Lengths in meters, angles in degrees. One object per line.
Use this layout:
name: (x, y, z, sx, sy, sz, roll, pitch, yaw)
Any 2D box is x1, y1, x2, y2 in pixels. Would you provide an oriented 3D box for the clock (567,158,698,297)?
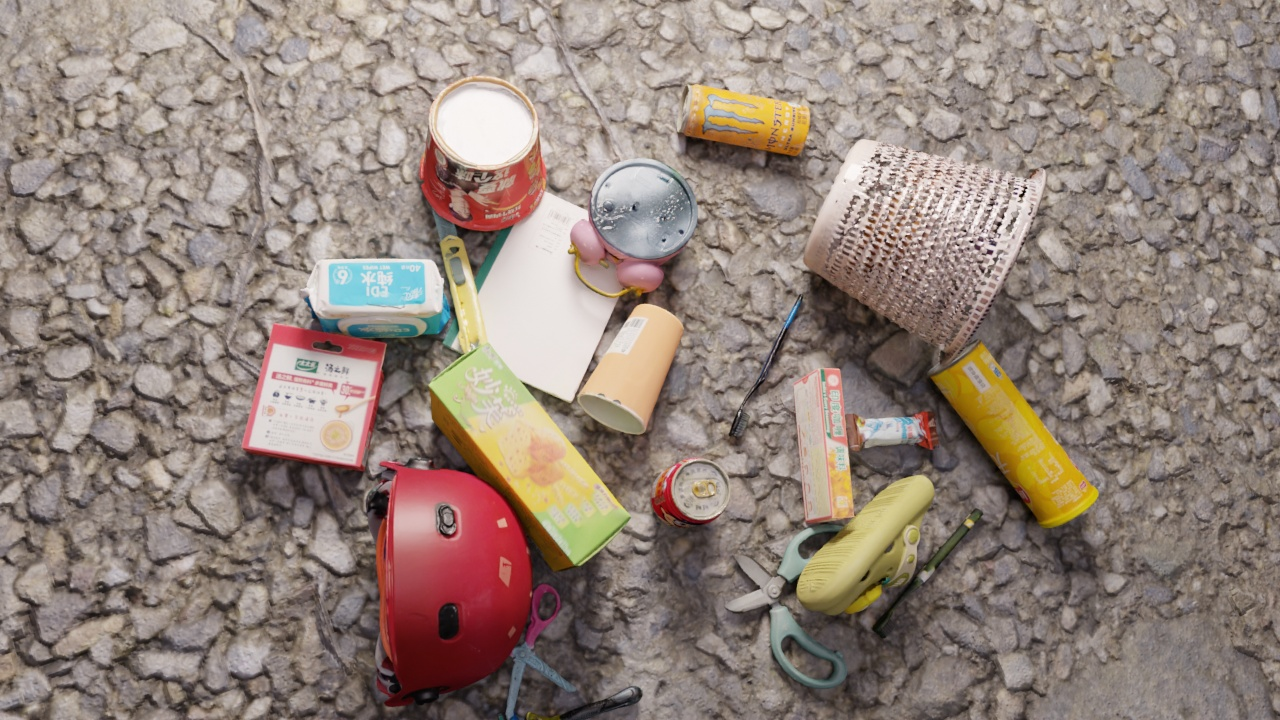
clock: (-0.010, -0.138, 0.988, 0.117, 0.060, 0.158, 32, 71, -1)

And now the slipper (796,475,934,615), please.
slipper: (0.245, 0.198, 0.936, 0.190, 0.092, 0.081, -41, 88, -21)

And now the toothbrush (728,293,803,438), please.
toothbrush: (0.143, 0.005, 1.019, 0.016, 0.014, 0.189, 30, 73, -4)

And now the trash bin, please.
trash bin: (0.291, -0.134, 0.989, 0.192, 0.228, 0.227, 25, 73, 9)

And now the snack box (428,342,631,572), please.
snack box: (-0.111, 0.099, 0.873, 0.070, 0.158, 0.210, -38, 86, -18)

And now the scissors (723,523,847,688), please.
scissors: (0.182, 0.245, 0.967, 0.178, 0.019, 0.170, -41, 86, -15)

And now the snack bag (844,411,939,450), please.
snack bag: (0.279, 0.079, 1.020, 0.104, 0.026, 0.048, 2, 65, -10)

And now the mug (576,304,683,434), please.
mug: (-0.006, 0.006, 0.962, 0.078, 0.078, 0.122, 28, 69, -3)

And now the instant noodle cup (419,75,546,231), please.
instant noodle cup: (-0.164, -0.219, 0.959, 0.138, 0.109, 0.137, 3, 72, -9)

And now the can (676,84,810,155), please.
can: (0.118, -0.277, 1.057, 0.146, 0.058, 0.058, 8, 75, -9)

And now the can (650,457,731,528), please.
can: (0.051, 0.135, 0.928, 0.066, 0.094, 0.066, 2, 76, -10)

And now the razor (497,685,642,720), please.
razor: (-0.065, 0.346, 0.896, 0.142, 0.022, 0.042, -13, 41, -14)

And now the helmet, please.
helmet: (-0.163, 0.189, 0.806, 0.143, 0.241, 0.206, -1, 74, -18)

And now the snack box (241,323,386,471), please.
snack box: (-0.319, 0.038, 0.909, 0.113, 0.044, 0.127, 11, 76, -7)

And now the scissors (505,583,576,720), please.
scissors: (-0.115, 0.280, 0.902, 0.133, 0.017, 0.135, 34, 68, 3)

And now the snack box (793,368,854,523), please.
snack box: (0.193, 0.092, 0.974, 0.027, 0.077, 0.155, 0, 77, -11)

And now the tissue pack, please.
tissue pack: (-0.262, -0.059, 0.919, 0.140, 0.090, 0.063, -1, 77, -11)

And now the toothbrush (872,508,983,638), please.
toothbrush: (0.316, 0.230, 0.999, 0.185, 0.012, 0.017, -43, 93, -17)

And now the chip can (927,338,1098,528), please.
chip can: (0.412, 0.081, 1.021, 0.072, 0.072, 0.213, -35, 85, -16)

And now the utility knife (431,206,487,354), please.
utility knife: (-0.195, -0.092, 0.974, 0.031, 0.022, 0.213, -12, 68, -14)

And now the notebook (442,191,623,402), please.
notebook: (-0.101, -0.076, 0.993, 0.150, 0.012, 0.208, 25, 73, -2)
